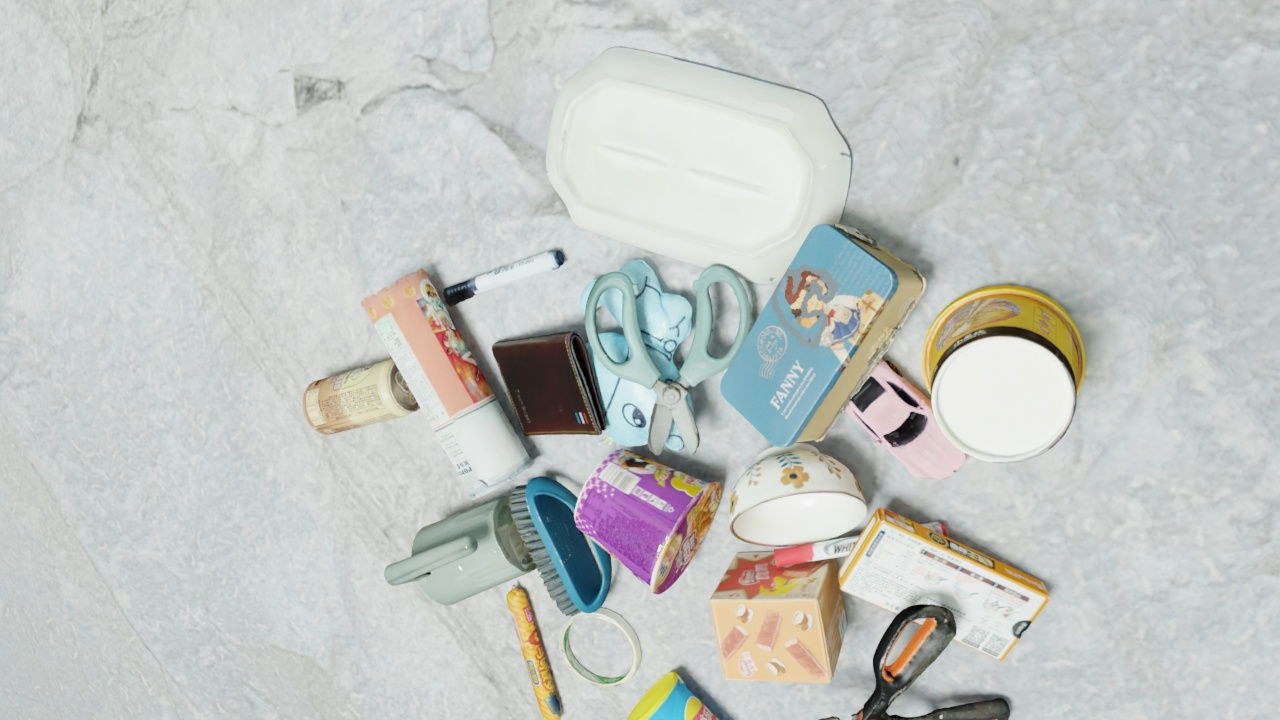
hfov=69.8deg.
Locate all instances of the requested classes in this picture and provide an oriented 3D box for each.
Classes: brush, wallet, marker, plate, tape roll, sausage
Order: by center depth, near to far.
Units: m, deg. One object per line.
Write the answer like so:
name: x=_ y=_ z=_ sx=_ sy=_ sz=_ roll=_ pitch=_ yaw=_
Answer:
plate: x=0.037 y=-0.160 z=0.757 sx=0.266 sy=0.034 sz=0.162 roll=20 pitch=112 yaw=15
marker: x=0.187 y=0.157 z=0.784 sx=0.145 sy=0.017 sz=0.017 roll=-12 pitch=101 yaw=11
wallet: x=-0.085 y=0.023 z=0.843 sx=0.123 sy=0.020 sz=0.096 roll=-6 pitch=103 yaw=48
marker: x=-0.129 y=-0.076 z=0.854 sx=0.131 sy=0.018 sz=0.022 roll=-15 pitch=56 yaw=25
brush: x=-0.069 y=0.177 z=0.884 sx=0.074 sy=0.055 sz=0.144 roll=-21 pitch=96 yaw=26
tape roll: x=-0.042 y=0.291 z=0.930 sx=0.086 sy=0.013 sz=0.086 roll=6 pitch=108 yaw=20
sausage: x=-0.111 y=0.309 z=0.957 sx=0.021 sy=0.021 sz=0.165 roll=-10 pitch=102 yaw=23

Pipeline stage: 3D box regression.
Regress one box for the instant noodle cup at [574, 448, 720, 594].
instant noodle cup: x=0.003 y=0.137 z=0.822 sx=0.099 sy=0.111 sz=0.112 roll=26 pitch=113 yaw=23

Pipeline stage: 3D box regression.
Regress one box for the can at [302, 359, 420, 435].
can: x=-0.279 y=0.037 z=0.924 sx=0.116 sy=0.058 sz=0.058 roll=-13 pitch=100 yaw=24

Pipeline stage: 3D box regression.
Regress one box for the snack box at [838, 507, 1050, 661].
snack box: x=0.249 y=0.187 z=0.761 sx=0.154 sy=0.026 sz=0.075 roll=25 pitch=112 yaw=-1

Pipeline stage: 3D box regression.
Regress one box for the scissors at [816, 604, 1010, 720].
scissors: x=0.210 y=0.293 z=0.766 sx=0.233 sy=0.021 sz=0.221 roll=3 pitch=116 yaw=-13

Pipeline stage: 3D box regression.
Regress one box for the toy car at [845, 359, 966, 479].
toy car: x=0.213 y=0.049 z=0.749 sx=0.122 sy=0.037 sz=0.056 roll=43 pitch=117 yaw=4

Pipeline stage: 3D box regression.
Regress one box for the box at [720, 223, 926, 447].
box: x=0.139 y=-0.013 z=0.731 sx=0.090 sy=0.062 sz=0.185 roll=43 pitch=116 yaw=34

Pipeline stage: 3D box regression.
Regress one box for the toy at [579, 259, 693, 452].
toy: x=-0.005 y=0.005 z=0.814 sx=0.161 sy=0.049 sz=0.156 roll=42 pitch=113 yaw=11

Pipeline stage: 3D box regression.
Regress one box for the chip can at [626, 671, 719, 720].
chip can: x=0.083 y=0.400 z=0.882 sx=0.210 sy=0.071 sz=0.071 roll=44 pitch=115 yaw=4

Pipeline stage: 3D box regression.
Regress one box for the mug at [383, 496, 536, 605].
mug: x=-0.169 y=0.186 z=0.891 sx=0.104 sy=0.123 sz=0.083 roll=-24 pitch=77 yaw=23

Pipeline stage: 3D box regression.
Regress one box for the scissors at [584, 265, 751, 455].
scissors: x=0.009 y=-0.005 z=0.775 sx=0.172 sy=0.019 sz=0.177 roll=17 pitch=100 yaw=0

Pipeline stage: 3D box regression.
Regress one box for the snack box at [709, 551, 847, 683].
snack box: x=0.122 y=0.221 z=0.801 sx=0.094 sy=0.092 sz=0.077 roll=-7 pitch=103 yaw=23

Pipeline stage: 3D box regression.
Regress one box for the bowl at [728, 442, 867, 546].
bowl: x=0.128 y=0.108 z=0.773 sx=0.114 sy=0.113 sz=0.062 roll=-21 pitch=55 yaw=25

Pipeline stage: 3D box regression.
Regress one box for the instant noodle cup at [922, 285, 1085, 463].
instant noodle cup: x=0.266 y=0.013 z=0.674 sx=0.118 sy=0.114 sz=0.118 roll=6 pitch=108 yaw=19

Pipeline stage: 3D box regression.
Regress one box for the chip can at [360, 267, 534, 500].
chip can: x=-0.184 y=0.023 z=0.876 sx=0.071 sy=0.071 sz=0.214 roll=-28 pitch=94 yaw=25
